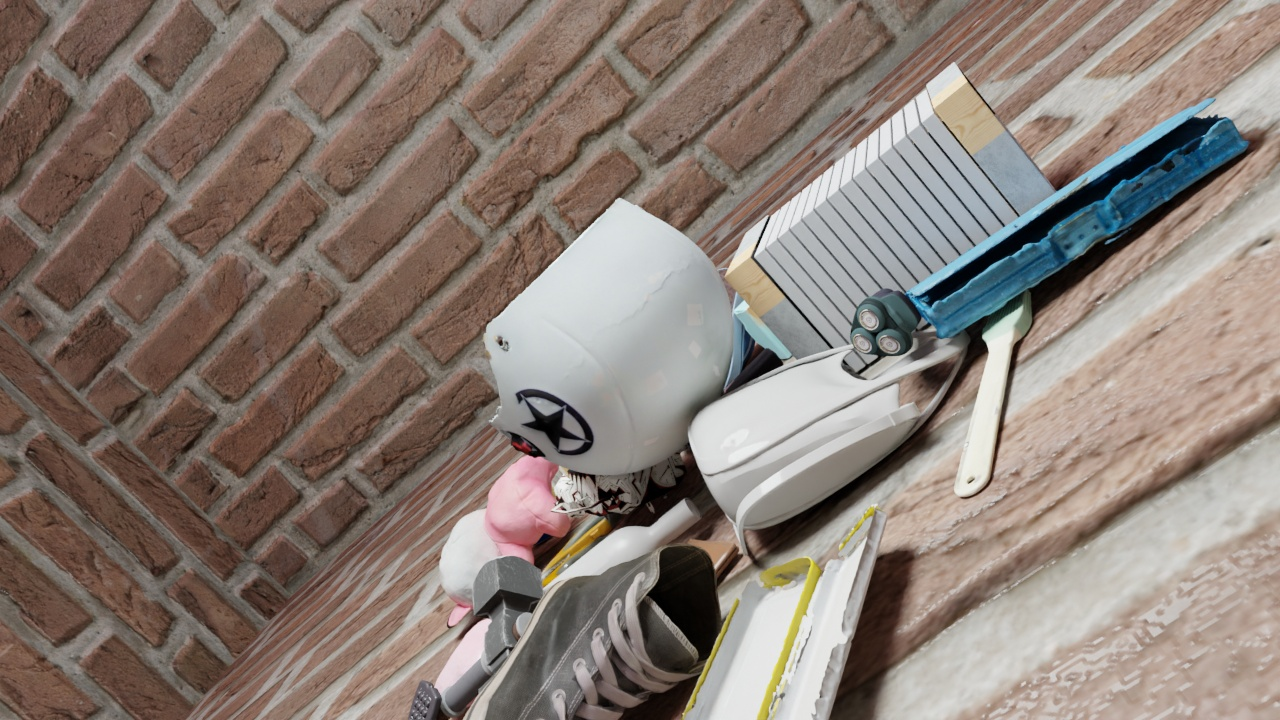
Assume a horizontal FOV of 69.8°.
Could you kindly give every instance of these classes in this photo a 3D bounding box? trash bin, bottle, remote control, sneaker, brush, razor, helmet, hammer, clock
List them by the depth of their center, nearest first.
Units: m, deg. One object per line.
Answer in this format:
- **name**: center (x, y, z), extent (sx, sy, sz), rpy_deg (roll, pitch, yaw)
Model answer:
- **sneaker**: center (-0.025, 0.206, 0.552), extent (0.120, 0.095, 0.234), rpy_deg (-30, 12, 30)
- **brush**: center (0.228, 0.015, 0.592), extent (0.033, 0.012, 0.217), rpy_deg (-35, 12, 42)
- **razor**: center (0.188, -0.034, 0.700), extent (0.052, 0.047, 0.142), rpy_deg (-40, -3, 22)
- **remote control**: center (-0.191, 0.328, 0.752), extent (0.046, 0.009, 0.124), rpy_deg (4, 75, 59)
- **bottle**: center (-0.029, 0.184, 0.780), extent (0.195, 0.052, 0.052), rpy_deg (-41, 9, 14)
- **hammer**: center (-0.180, 0.313, 0.791), extent (0.323, 0.043, 0.155), rpy_deg (-48, 36, 28)
- **trash bin**: center (0.222, -0.116, 0.816), extent (0.248, 0.142, 0.142), rpy_deg (-38, 9, 26)
- **helmet**: center (-0.005, 0.005, 0.820), extent (0.236, 0.164, 0.264), rpy_deg (-45, -25, -29)
- **clock**: center (-0.022, 0.128, 0.928), extent (0.115, 0.065, 0.154), rpy_deg (-14, 10, 42)
- **remote control**: center (0.100, 0.043, 0.973), extent (0.136, 0.032, 0.015), rpy_deg (-44, 20, -11)
- **sneaker**: center (0.097, 0.011, 1.070), extent (0.084, 0.098, 0.240), rpy_deg (-7, 49, 33)

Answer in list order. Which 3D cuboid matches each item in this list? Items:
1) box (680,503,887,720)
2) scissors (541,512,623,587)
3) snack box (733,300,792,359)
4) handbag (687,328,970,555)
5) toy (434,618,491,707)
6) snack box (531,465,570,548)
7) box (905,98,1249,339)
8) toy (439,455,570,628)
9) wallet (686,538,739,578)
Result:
- **box**: center (0.069, 0.167, 0.480), extent (0.130, 0.038, 0.209), rpy_deg (-47, 3, 40)
- **scissors**: center (-0.095, 0.228, 0.991), extent (0.226, 0.016, 0.161), rpy_deg (-38, 9, 27)
- **snack box**: center (0.193, -0.085, 1.033), extent (0.174, 0.075, 0.053), rpy_deg (-44, 8, -6)
- **handbag**: center (0.150, 0.043, 0.681), extent (0.223, 0.095, 0.215), rpy_deg (-29, 10, 4)
- **toy**: center (-0.146, 0.279, 0.849), extent (0.093, 0.050, 0.102), rpy_deg (-25, 24, 54)
- **snack box**: center (-0.112, 0.168, 1.238), extent (0.056, 0.057, 0.206), rpy_deg (-34, 11, 28)
- **box**: center (0.299, -0.103, 0.661), extent (0.232, 0.048, 0.093), rpy_deg (-35, 10, 14)
- **toy**: center (-0.169, 0.210, 1.091), extent (0.214, 0.084, 0.141), rpy_deg (-50, 35, 25)
- **wallet**: center (0.019, 0.184, 0.695), extent (0.120, 0.013, 0.088), rpy_deg (-48, 10, -20)
